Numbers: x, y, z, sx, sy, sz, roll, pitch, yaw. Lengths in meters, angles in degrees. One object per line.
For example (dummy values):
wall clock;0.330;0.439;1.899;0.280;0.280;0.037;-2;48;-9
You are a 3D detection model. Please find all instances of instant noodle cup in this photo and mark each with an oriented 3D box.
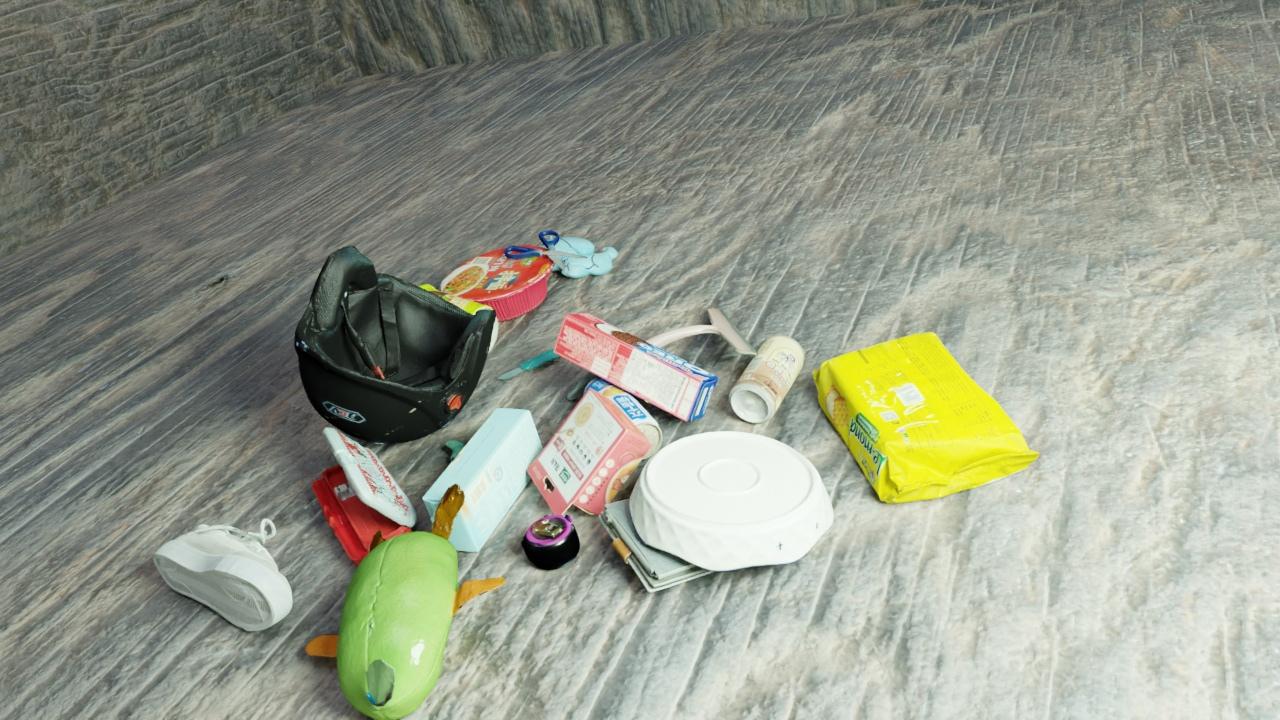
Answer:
instant noodle cup;-0.287;-0.053;1.398;0.123;0.112;0.111;11;38;24
instant noodle cup;-0.227;-0.121;1.515;0.194;0.066;0.193;-10;31;6

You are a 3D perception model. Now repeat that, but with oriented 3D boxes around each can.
can;-0.023;0.069;1.123;0.053;0.053;0.134;-24;32;-14
can;0.155;0.022;1.117;0.059;0.058;0.116;5;36;30

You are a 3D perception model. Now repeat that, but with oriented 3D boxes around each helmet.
helmet;-0.323;-0.001;1.188;0.233;0.231;0.274;23;30;5

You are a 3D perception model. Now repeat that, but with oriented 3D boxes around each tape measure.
tape measure;-0.094;0.190;0.968;0.058;0.039;0.056;10;38;35

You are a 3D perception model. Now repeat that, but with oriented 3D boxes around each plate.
plate;0.091;0.134;0.934;0.205;0.046;0.204;-1;26;0

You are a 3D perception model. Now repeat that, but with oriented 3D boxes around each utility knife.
utility knife;-0.123;-0.010;1.336;0.186;0.013;0.029;-25;30;-20

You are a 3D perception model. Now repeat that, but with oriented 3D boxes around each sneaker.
sneaker;-0.442;0.229;1.020;0.243;0.089;0.090;3;30;39

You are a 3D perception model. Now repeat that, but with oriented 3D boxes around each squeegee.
squeegee;0.012;-0.008;1.224;0.249;0.040;0.247;-23;17;1

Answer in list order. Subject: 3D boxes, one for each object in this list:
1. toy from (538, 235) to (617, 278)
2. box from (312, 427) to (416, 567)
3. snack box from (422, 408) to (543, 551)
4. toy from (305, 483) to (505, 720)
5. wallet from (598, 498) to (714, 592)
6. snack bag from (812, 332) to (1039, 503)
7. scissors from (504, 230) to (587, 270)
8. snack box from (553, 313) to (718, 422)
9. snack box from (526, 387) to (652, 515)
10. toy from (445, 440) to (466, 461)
toy;-0.123;-0.180;1.583;0.161;0.050;0.156;-13;32;-6
box;-0.337;0.147;1.088;0.095;0.099;0.201;-27;32;-21
snack box;-0.177;0.134;1.061;0.052;0.074;0.174;2;34;26
toy;-0.233;0.241;0.896;0.227;0.090;0.246;-25;35;16
wallet;0.025;0.181;0.936;0.106;0.037;0.130;-14;29;-21
snack bag;0.296;0.054;0.995;0.158;0.068;0.246;-16;31;-2
scissors;-0.151;-0.181;1.506;0.162;0.012;0.162;-1;32;17
snack box;-0.007;0.007;1.141;0.207;0.058;0.057;27;16;23
snack box;-0.060;0.112;1.045;0.127;0.044;0.113;-53;34;5
toy;-0.205;0.107;1.166;0.091;0.030;0.097;-34;29;-33
